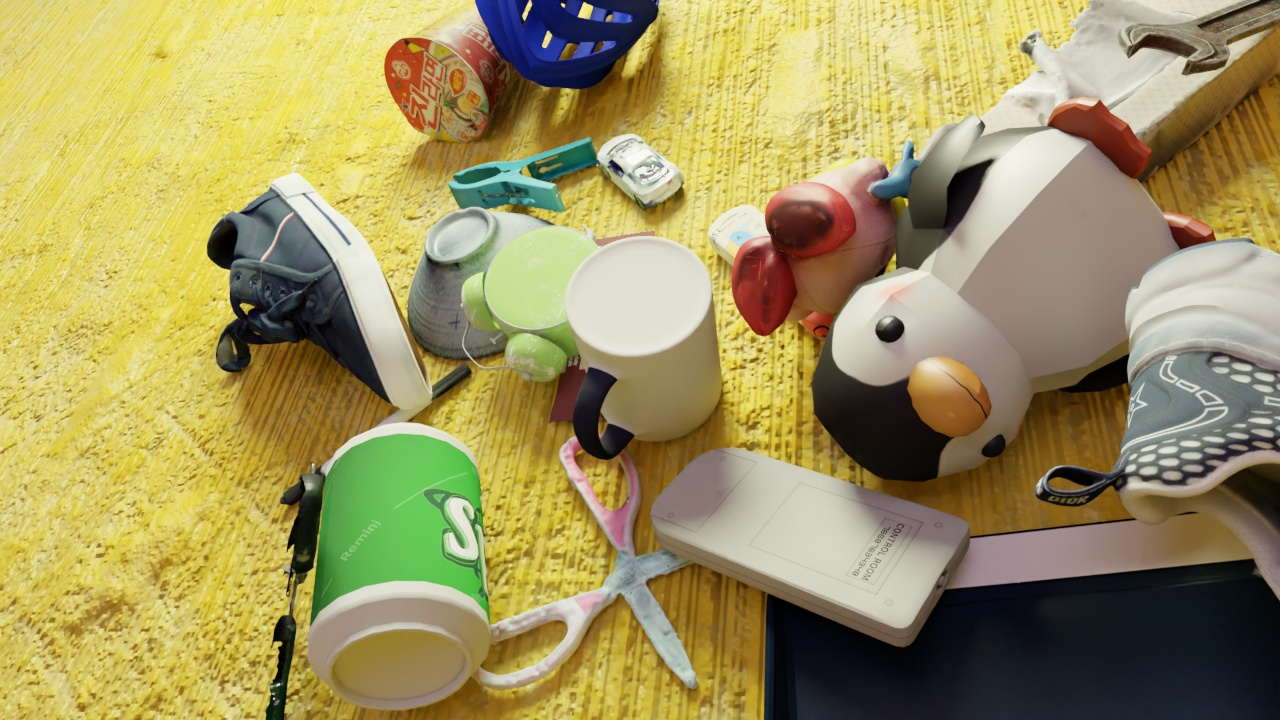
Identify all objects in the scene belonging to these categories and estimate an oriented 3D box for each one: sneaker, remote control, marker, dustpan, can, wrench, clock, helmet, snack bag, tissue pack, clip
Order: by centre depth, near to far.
[{"bbox_3d":[0.284,0.072,0.321,0.269,0.103,0.132,32,68,19],"label":"sneaker"},{"bbox_3d":[0.163,0.168,0.336,0.237,0.080,0.272,-10,51,15],"label":"dustpan"},{"bbox_3d":[0.078,0.087,0.459,0.151,0.019,0.074,15,42,37],"label":"remote control"},{"bbox_3d":[-0.128,0.105,0.492,0.088,0.088,0.139,-22,40,5],"label":"can"},{"bbox_3d":[0.383,-0.212,0.535,0.272,0.010,0.070,-24,49,-21],"label":"wrench"},{"bbox_3d":[0.292,-0.169,0.562,0.181,0.071,0.104,-38,50,-5],"label":"tissue pack"},{"bbox_3d":[0.091,-0.059,0.589,0.038,0.018,0.125,-36,51,-8],"label":"remote control"},{"bbox_3d":[-0.063,-0.039,0.592,0.119,0.042,0.094,-42,60,-9],"label":"clock"},{"bbox_3d":[-0.024,-0.027,0.614,0.057,0.013,0.157,-5,52,17],"label":"snack bag"},{"bbox_3d":[-0.177,0.050,0.618,0.152,0.011,0.011,-37,49,-9],"label":"marker"},{"bbox_3d":[-0.246,-0.036,0.652,0.127,0.121,0.294,-32,43,-20],"label":"sneaker"},{"bbox_3d":[-0.101,-0.135,0.715,0.116,0.026,0.097,-3,36,25],"label":"clip"},{"bbox_3d":[-0.030,-0.341,0.737,0.228,0.147,0.240,-37,31,42],"label":"helmet"}]

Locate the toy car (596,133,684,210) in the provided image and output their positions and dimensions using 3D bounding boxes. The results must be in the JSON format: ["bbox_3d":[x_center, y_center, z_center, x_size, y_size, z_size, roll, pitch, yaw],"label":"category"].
[{"bbox_3d":[-0.003,-0.146,0.689,0.038,0.027,0.090,-37,49,-6],"label":"toy car"}]

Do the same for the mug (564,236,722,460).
[{"bbox_3d":[-0.003,0.003,0.515,0.079,0.097,0.111,22,64,20],"label":"mug"}]

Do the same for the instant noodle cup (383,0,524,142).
[{"bbox_3d":[-0.151,-0.265,0.806,0.100,0.100,0.112,9,49,28],"label":"instant noodle cup"}]

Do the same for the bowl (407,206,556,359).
[{"bbox_3d":[-0.118,-0.072,0.658,0.137,0.057,0.136,-11,50,14],"label":"bowl"}]

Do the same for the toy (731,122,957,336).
[{"bbox_3d":[0.114,-0.086,0.528,0.131,0.124,0.097,-19,57,-37],"label":"toy"}]

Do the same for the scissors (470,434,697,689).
[{"bbox_3d":[-0.026,0.116,0.503,0.177,0.013,0.170,-31,51,-6],"label":"scissors"}]

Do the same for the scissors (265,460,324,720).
[{"bbox_3d":[-0.179,0.130,0.470,0.015,0.206,0.201,7,59,-20],"label":"scissors"}]

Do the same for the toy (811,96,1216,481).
[{"bbox_3d":[0.165,-0.020,0.470,0.184,0.159,0.140,-44,11,-3],"label":"toy"}]
